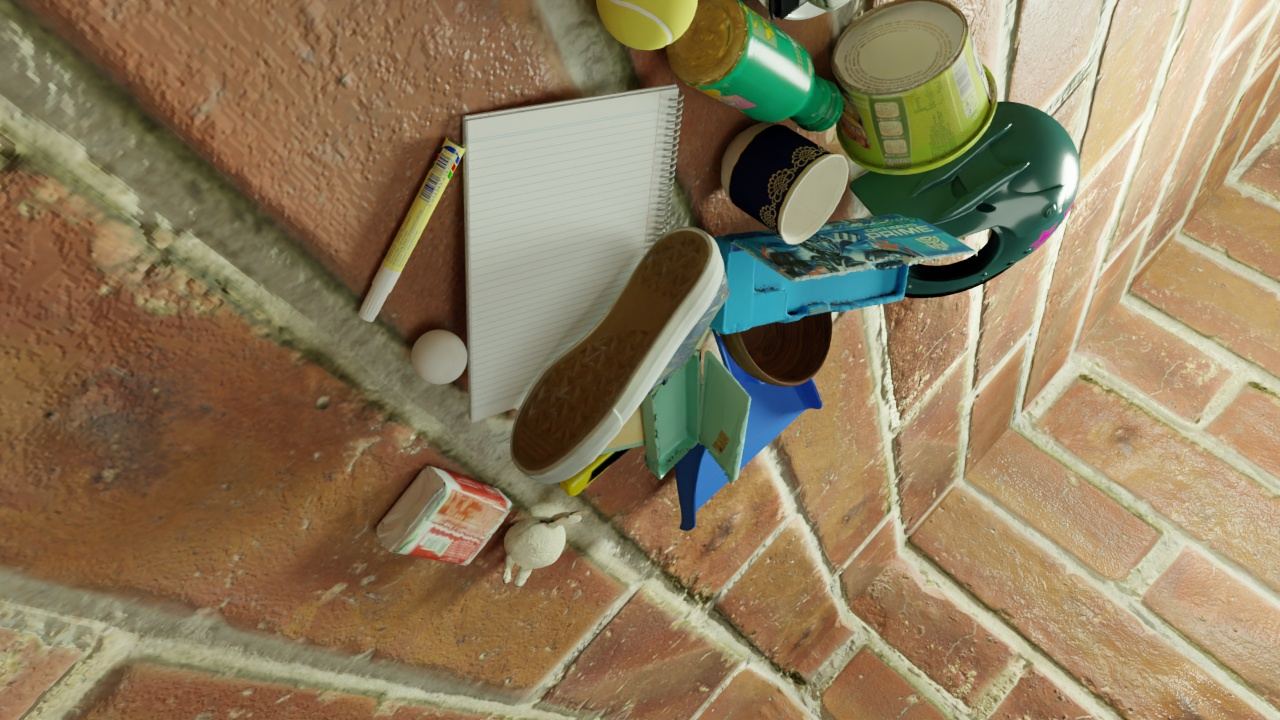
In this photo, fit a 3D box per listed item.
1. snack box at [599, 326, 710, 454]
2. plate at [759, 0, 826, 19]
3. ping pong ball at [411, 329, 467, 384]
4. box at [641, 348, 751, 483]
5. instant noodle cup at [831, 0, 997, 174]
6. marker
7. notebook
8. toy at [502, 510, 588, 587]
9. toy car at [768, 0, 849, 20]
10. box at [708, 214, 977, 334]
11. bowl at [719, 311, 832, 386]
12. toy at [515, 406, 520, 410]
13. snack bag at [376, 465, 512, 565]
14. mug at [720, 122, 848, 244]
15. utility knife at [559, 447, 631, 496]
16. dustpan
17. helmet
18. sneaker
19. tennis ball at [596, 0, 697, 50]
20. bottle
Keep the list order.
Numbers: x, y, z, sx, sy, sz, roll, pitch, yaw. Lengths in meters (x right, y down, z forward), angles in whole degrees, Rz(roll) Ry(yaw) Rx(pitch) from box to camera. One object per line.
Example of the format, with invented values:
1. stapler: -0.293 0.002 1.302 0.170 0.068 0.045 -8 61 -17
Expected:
1. snack box: -0.005 0.005 0.877 0.141 0.044 0.194 -7 130 -53
2. plate: 0.143 -0.365 0.662 0.228 0.030 0.230 -35 148 -26
3. ping pong ball: -0.147 -0.003 0.672 0.040 0.040 0.040 -35 148 -26
4. box: 0.061 0.072 0.915 0.077 0.093 0.188 -44 156 -23
5. instant noodle cup: 0.240 -0.252 0.829 0.146 0.146 0.098 -47 140 -5
6. marker: -0.151 -0.083 0.599 0.014 0.014 0.132 8 118 -57
7. notebook: -0.051 -0.077 0.696 0.177 0.013 0.246 -19 132 -32
8. toy: -0.104 0.186 0.945 0.112 0.050 0.087 -54 152 1
9. toy car: 0.180 -0.321 0.662 0.191 0.071 0.094 -39 148 -17
10. box: 0.193 -0.077 0.868 0.242 0.115 0.094 -11 116 -31
11. bowl: 0.126 -0.043 0.957 0.147 0.069 0.147 7 79 -38
12. toy: -0.081 0.023 0.787 0.095 0.041 0.109 -27 132 -27
13. snack bag: -0.171 0.140 0.812 0.077 0.036 0.116 -51 151 1
14. mug: 0.125 -0.158 0.820 0.085 0.089 0.112 -51 151 1
15. utility knife: -0.016 0.086 0.986 0.172 0.020 0.029 -39 151 -22
16. dustpan: 0.113 0.049 1.076 0.245 0.059 0.258 -39 131 -21
17. helmet: 0.373 -0.189 1.056 0.274 0.176 0.200 -29 152 -8
18. sneaker: -0.006 0.007 0.729 0.235 0.087 0.079 -52 141 -1
19. tennis ball: 0.004 -0.233 0.587 0.065 0.065 0.065 -35 148 -26
20. bottle: 0.103 -0.226 0.731 0.209 0.068 0.068 2 122 -55
